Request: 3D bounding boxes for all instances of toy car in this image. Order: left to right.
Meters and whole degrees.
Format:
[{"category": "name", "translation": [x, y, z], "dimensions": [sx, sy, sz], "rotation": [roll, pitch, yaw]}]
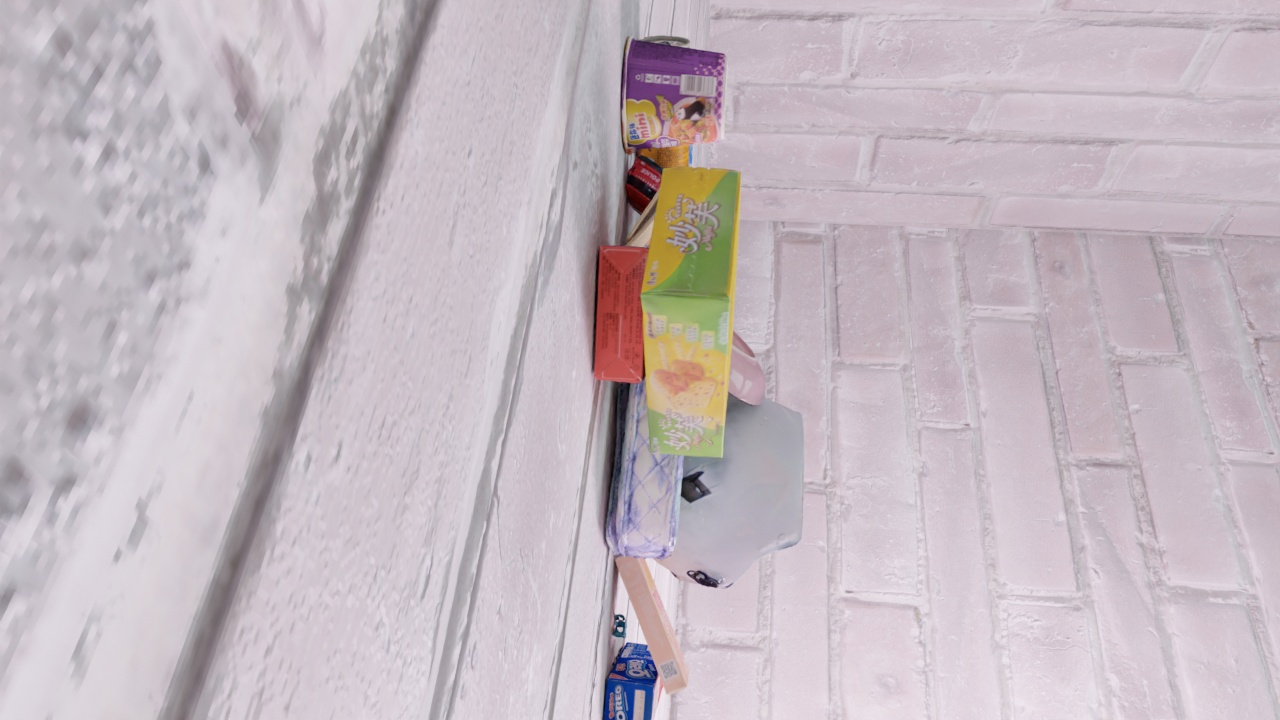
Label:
[{"category": "toy car", "translation": [0.013, -0.171, 0.962], "dimensions": [0.045, 0.053, 0.120], "rotation": [-52, 165, -3]}]

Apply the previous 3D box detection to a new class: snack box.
[{"category": "snack box", "translation": [-0.010, -0.045, 0.818], "dimensions": [0.127, 0.044, 0.113], "rotation": [-55, 148, -81]}, {"category": "snack box", "translation": [-0.003, 0.381, 1.084], "dimensions": [0.207, 0.057, 0.058], "rotation": [53, 43, -82]}, {"category": "snack box", "translation": [0.014, 0.291, 1.040], "dimensions": [0.084, 0.026, 0.157], "rotation": [58, 10, -81]}, {"category": "snack box", "translation": [0.046, -0.037, 0.794], "dimensions": [0.210, 0.070, 0.157], "rotation": [87, 9, -50]}]

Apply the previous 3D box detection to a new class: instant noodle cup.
[{"category": "instant noodle cup", "translation": [0.036, -0.259, 0.902], "dimensions": [0.111, 0.099, 0.111], "rotation": [6, 87, -86]}]

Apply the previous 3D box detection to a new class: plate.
[{"category": "plate", "translation": [0.072, -0.028, 1.019], "dimensions": [0.039, 0.192, 0.192], "rotation": [-49, -177, 12]}]

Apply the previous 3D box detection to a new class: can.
[{"category": "can", "translation": [0.025, -0.271, 0.992], "dimensions": [0.058, 0.058, 0.146], "rotation": [-78, 170, -58]}]

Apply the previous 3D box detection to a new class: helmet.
[{"category": "helmet", "translation": [0.066, 0.138, 1.073], "dimensions": [0.259, 0.146, 0.228], "rotation": [-30, -141, 43]}]

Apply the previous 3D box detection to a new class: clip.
[{"category": "clip", "translation": [-0.024, 0.309, 1.057], "dimensions": [0.056, 0.014, 0.040], "rotation": [79, 16, -64]}]

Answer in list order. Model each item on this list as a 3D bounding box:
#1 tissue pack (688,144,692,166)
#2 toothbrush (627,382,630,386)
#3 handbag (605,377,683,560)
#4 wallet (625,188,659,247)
[{"category": "tissue pack", "translation": [0.038, -0.258, 1.174], "dimensions": [0.157, 0.052, 0.095], "rotation": [-47, 141, -82]}, {"category": "toothbrush", "translation": [-0.006, 0.006, 1.011], "dimensions": [0.027, 0.026, 0.213], "rotation": [57, -10, 25]}, {"category": "handbag", "translation": [0.007, 0.101, 0.945], "dimensions": [0.134, 0.075, 0.193], "rotation": [92, 4, -70]}, {"category": "wallet", "translation": [0.009, -0.119, 0.930], "dimensions": [0.087, 0.024, 0.115], "rotation": [-56, 168, -15]}]
